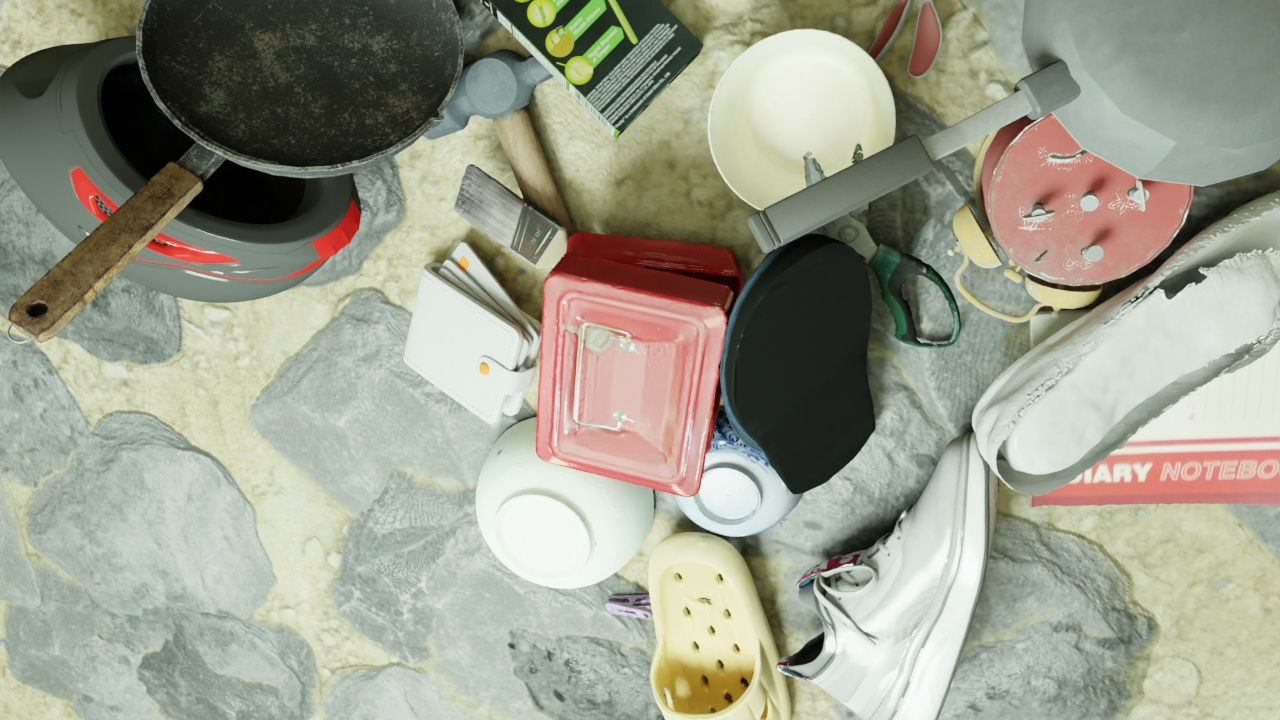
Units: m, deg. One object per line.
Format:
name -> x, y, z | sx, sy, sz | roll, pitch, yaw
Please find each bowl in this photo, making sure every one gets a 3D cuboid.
bowl -> -0.070, 0.128, 0.759 | 0.153, 0.072, 0.154 | 6, 115, 13
bowl -> 0.105, -0.155, 0.593 | 0.115, 0.062, 0.115 | 6, 115, 13
bowl -> 0.072, 0.096, 0.720 | 0.114, 0.045, 0.114 | 6, 114, 13

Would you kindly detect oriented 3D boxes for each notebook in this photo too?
notebook -> 0.378, 0.032, 0.626 | 0.209, 0.012, 0.153 | -3, 110, 16

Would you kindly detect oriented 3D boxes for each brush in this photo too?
brush -> -0.068, -0.084, 0.662 | 0.151, 0.012, 0.039 | 33, 112, -9

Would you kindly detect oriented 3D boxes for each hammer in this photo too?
hammer -> -0.052, -0.071, 0.690 | 0.129, 0.040, 0.322 | -15, 109, 17

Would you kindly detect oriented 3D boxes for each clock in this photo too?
clock -> 0.261, -0.093, 0.566 | 0.117, 0.081, 0.159 | 31, 117, 1

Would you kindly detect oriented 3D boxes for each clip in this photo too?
clip -> -0.007, 0.218, 0.803 | 0.052, 0.042, 0.014 | -14, 110, 6

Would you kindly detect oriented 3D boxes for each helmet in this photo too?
helmet -> -0.335, -0.132, 0.668 | 0.264, 0.163, 0.170 | 36, 147, -9

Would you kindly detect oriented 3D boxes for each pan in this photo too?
pan -> -0.258, -0.145, 0.580 | 0.207, 0.356, 0.040 | 31, 157, 2
pan -> 0.220, -0.145, 0.484 | 0.357, 0.041, 0.178 | -27, 85, -3

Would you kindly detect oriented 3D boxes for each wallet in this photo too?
wallet -> -0.129, -0.025, 0.715 | 0.118, 0.037, 0.115 | 32, 119, 23

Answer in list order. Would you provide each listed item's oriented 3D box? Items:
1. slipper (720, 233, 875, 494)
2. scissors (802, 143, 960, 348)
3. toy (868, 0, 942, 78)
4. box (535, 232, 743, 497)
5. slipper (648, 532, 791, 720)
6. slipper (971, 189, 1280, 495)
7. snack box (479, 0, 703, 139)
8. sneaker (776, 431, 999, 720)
slipper -> 0.092, 0.000, 0.608 | 0.109, 0.266, 0.083 | -38, 57, -5
scissors -> 0.123, -0.060, 0.613 | 0.142, 0.015, 0.210 | -15, 135, 29
toy -> 0.173, -0.233, 0.559 | 0.049, 0.030, 0.112 | 29, 118, 34
box -> -0.002, -0.003, 0.643 | 0.134, 0.112, 0.158 | 12, 122, 5
slipper -> 0.062, 0.264, 0.770 | 0.111, 0.079, 0.262 | -4, 116, 16
slipper -> 0.318, -0.013, 0.573 | 0.247, 0.074, 0.112 | -41, 125, 15
snack box -> -0.040, -0.229, 0.602 | 0.147, 0.025, 0.080 | 44, 89, -6
sneaker -> 0.189, 0.163, 0.694 | 0.129, 0.096, 0.263 | 19, 112, 18
